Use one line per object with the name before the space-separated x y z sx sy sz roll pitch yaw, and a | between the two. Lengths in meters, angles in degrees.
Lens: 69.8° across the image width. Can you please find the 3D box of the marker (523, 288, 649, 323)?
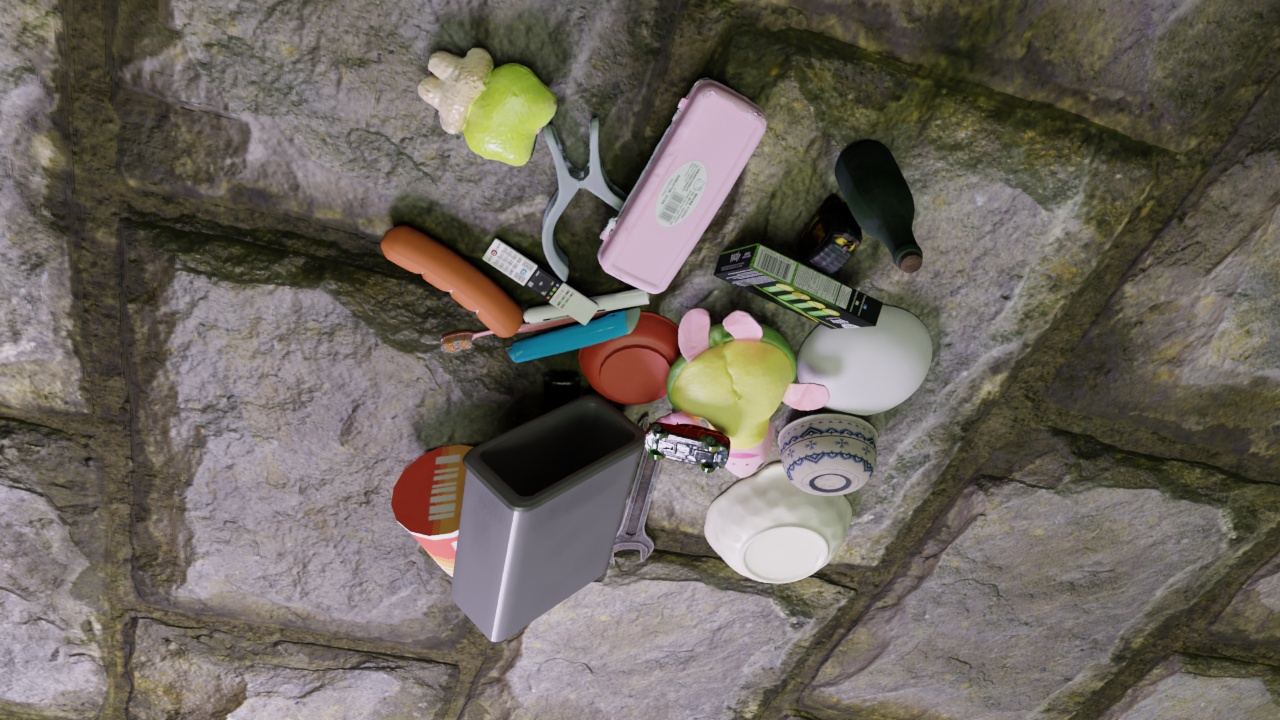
marker | -0.057 -0.057 0.949 0.133 0.017 0.020 -9 147 5

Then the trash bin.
trash bin | -0.105 0.172 1.008 0.191 0.097 0.220 -25 142 -41

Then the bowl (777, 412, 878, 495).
bowl | 0.216 0.115 1.053 0.115 0.059 0.116 3 146 2

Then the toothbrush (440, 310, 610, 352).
toothbrush | -0.122 -0.034 0.968 0.184 0.015 0.015 -11 135 4

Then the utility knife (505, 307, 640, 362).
utility knife | -0.072 -0.025 0.965 0.158 0.031 0.015 -12 151 16

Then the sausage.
sausage | -0.183 -0.079 0.913 0.164 0.039 0.045 37 116 -27

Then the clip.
clip | -0.079 -0.143 0.873 0.143 0.029 0.172 -16 127 8

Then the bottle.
bottle | 0.214 -0.131 0.802 0.055 0.173 0.055 -1 129 -2

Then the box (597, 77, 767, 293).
box | 0.033 -0.157 0.843 0.086 0.044 0.203 22 116 -22

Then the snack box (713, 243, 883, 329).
snack box | 0.155 -0.071 0.910 0.147 0.080 0.025 22 82 -19

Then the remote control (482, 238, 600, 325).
remote control | -0.099 -0.080 0.921 0.124 0.011 0.028 33 120 -14

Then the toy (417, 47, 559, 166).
toy | -0.134 -0.224 0.796 0.115 0.046 0.092 27 122 -14

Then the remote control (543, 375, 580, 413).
remote control | -0.091 0.075 1.053 0.041 0.020 0.152 0 131 -5

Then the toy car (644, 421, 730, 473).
toy car | 0.049 0.087 0.961 0.091 0.036 0.042 9 132 5

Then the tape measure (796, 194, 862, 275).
tape measure | 0.183 -0.114 0.882 0.038 0.067 0.063 27 123 -22

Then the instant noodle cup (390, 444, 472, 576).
instant noodle cup | -0.212 0.186 1.082 0.123 0.123 0.121 -8 136 4

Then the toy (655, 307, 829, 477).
toy | 0.102 0.034 0.986 0.190 0.087 0.238 -16 131 4

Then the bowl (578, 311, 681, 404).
bowl | -0.006 0.006 0.991 0.122 0.035 0.122 -1 129 -2

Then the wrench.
wrench | 0.002 0.163 1.135 0.070 0.010 0.274 7 128 -8

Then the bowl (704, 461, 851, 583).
bowl | 0.178 0.225 1.161 0.188 0.060 0.220 2 128 -4

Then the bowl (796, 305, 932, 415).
bowl | 0.248 0.012 1.002 0.149 0.043 0.150 -1 129 -2
